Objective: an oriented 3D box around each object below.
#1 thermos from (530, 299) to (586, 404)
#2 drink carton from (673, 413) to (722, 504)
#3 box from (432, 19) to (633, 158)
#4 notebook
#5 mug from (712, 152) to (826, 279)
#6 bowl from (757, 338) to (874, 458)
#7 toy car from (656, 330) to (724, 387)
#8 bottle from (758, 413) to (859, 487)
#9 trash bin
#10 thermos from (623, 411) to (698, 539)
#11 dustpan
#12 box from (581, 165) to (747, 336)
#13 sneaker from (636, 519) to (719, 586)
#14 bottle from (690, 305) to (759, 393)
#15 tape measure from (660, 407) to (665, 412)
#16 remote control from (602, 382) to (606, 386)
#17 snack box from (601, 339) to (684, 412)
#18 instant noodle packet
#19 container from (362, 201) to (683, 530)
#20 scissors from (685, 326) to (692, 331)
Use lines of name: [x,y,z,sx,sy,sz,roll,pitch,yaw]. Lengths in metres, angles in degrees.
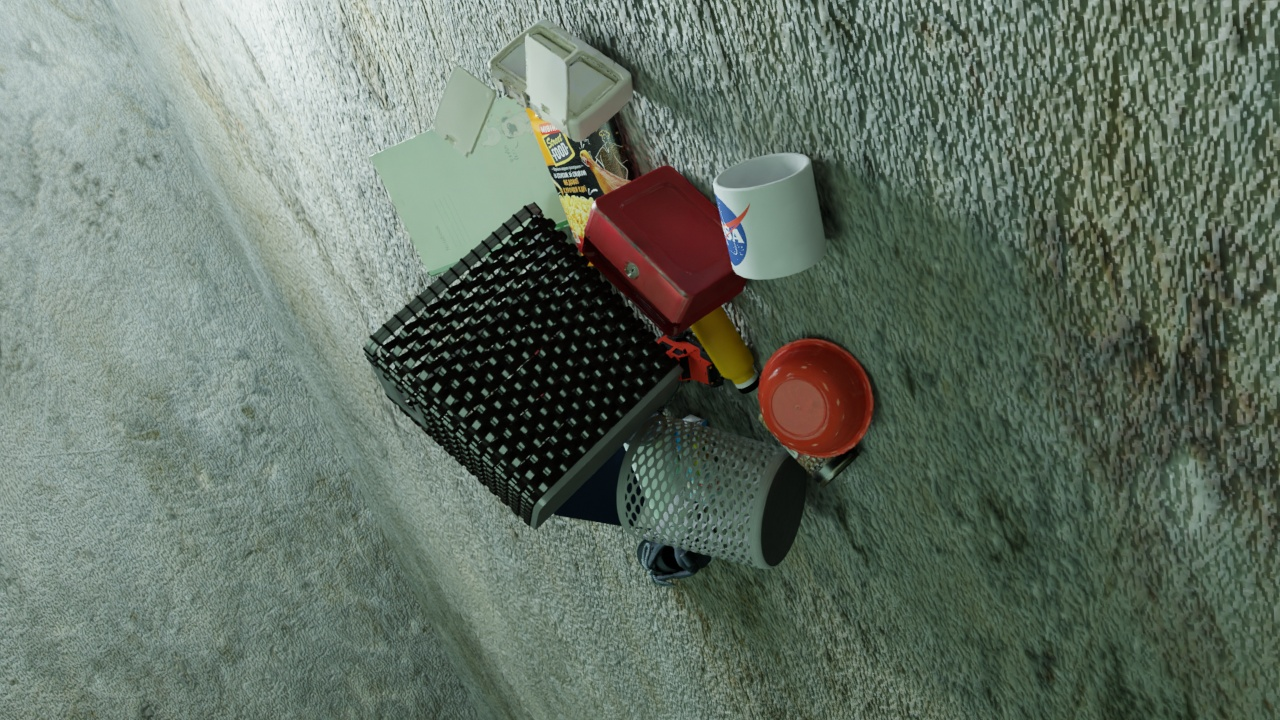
thermos: [-0.124,-0.011,1.373,0.199,0.084,0.108,91,169,-48]
drink carton: [0.078,0.136,1.247,0.039,0.044,0.129,20,134,46]
box: [-0.118,-0.293,0.948,0.143,0.187,0.105,37,161,21]
notebook: [-0.214,-0.228,1.205,0.253,0.010,0.182,-16,109,21]
mug: [0.121,-0.143,0.878,0.121,0.091,0.090,-104,-3,-63]
bowl: [0.174,0.044,0.959,0.131,0.045,0.130,8,105,33]
toy car: [0.059,0.000,1.136,0.100,0.048,0.051,28,140,40]
bottle: [0.187,0.085,1.023,0.105,0.056,0.056,48,150,15]
trash bin: [0.090,0.160,1.110,0.183,0.156,0.157,11,130,30]
thermos: [0.029,0.162,1.283,0.068,0.067,0.230,31,152,37]
dustpan: [-0.089,0.158,1.438,0.273,0.080,0.237,10,142,-2]
box: [0.032,-0.120,0.985,0.157,0.128,0.087,43,144,19]
sneaker: [0.042,0.309,1.425,0.089,0.087,0.236,54,150,3]
bottle: [0.092,-0.025,1.056,0.043,0.043,0.143,-3,126,57]
tape measure: [0.009,0.052,1.266,0.059,0.038,0.058,13,95,40]
remote control: [-0.049,-0.026,1.283,0.022,0.047,0.150,9,137,6]
snack box: [-0.007,0.007,1.219,0.121,0.072,0.072,38,146,28]
instant noodle packet: [-0.057,-0.214,1.112,0.160,0.032,0.221,7,125,49]
container: [-0.126,0.022,1.054,0.243,0.245,0.248,44,163,6]
scissors: [0.038,-0.097,1.085,0.158,0.012,0.171,11,138,39]
